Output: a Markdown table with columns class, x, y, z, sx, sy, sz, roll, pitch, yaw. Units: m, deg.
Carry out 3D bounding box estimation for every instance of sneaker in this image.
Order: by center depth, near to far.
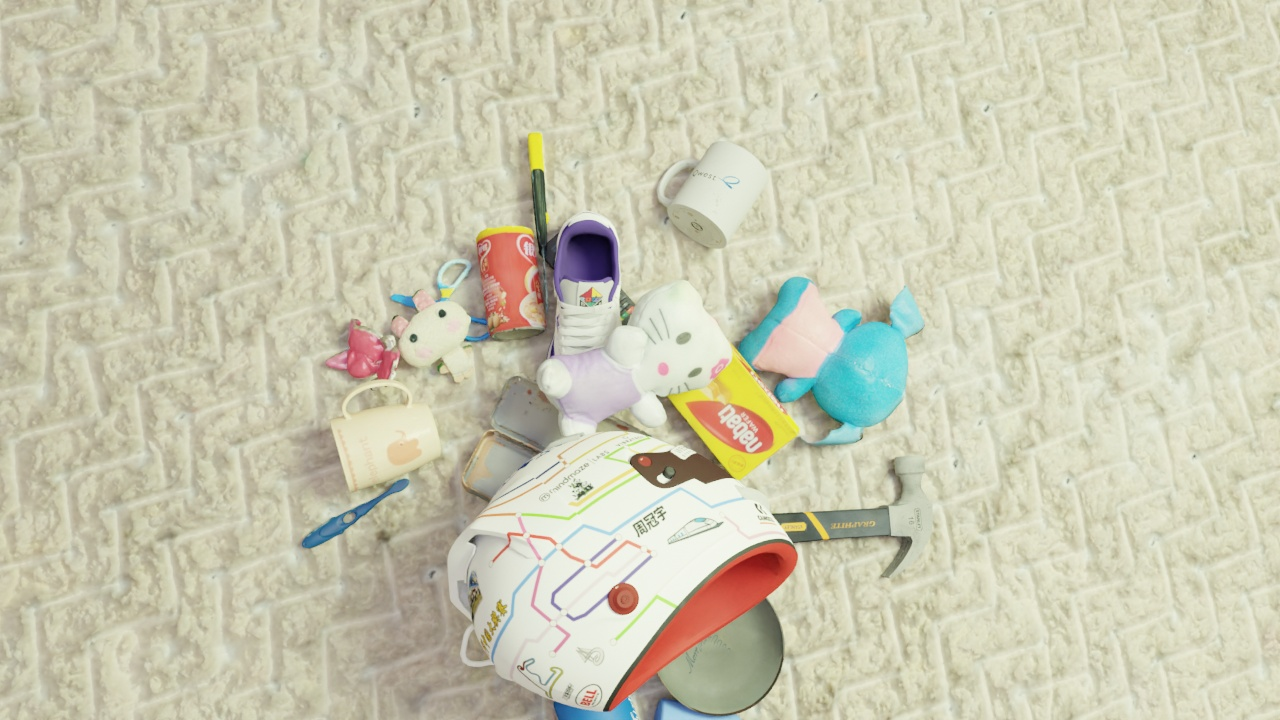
| class | x | y | z | sx | sy | sz | roll | pitch | yaw |
| --- | --- | --- | --- | --- | --- | --- | --- | --- | --- |
| sneaker | -0.059 | -0.049 | 1.022 | 0.092 | 0.111 | 0.244 | 2 | 90 | -4 |

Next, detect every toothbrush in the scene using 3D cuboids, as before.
| class | x | y | z | sx | sy | sz | roll | pitch | yaw |
| --- | --- | --- | --- | --- | --- | --- | --- | --- | --- |
| toothbrush | -0.312 | 0.168 | 1.010 | 0.132 | 0.016 | 0.021 | -32 | 84 | -10 |

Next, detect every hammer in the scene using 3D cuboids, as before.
| class | x | y | z | sx | sy | sz | roll | pitch | yaw |
| --- | --- | --- | --- | --- | --- | --- | --- | --- | --- |
| hammer | 0.185 | 0.186 | 1.062 | 0.312 | 0.035 | 0.139 | -2 | 81 | -7 |

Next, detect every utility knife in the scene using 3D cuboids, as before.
| class | x | y | z | sx | sy | sz | roll | pitch | yaw |
| --- | --- | --- | --- | --- | --- | --- | --- | --- | --- |
| utility knife | -0.117 | -0.164 | 1.075 | 0.020 | 0.029 | 0.233 | -4 | 71 | -6 |

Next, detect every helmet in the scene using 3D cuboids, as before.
| class | x | y | z | sx | sy | sz | roll | pitch | yaw |
| --- | --- | --- | --- | --- | --- | --- | --- | --- | --- |
| helmet | -0.026 | 0.182 | 0.887 | 0.313 | 0.232 | 0.236 | -23 | 57 | -38 |

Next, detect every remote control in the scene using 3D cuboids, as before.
| class | x | y | z | sx | sy | sz | roll | pitch | yaw |
| --- | --- | --- | --- | --- | --- | --- | --- | --- | --- |
| remote control | -0.059 | -0.091 | 1.089 | 0.045 | 0.021 | 0.140 | -42 | 91 | -2 |

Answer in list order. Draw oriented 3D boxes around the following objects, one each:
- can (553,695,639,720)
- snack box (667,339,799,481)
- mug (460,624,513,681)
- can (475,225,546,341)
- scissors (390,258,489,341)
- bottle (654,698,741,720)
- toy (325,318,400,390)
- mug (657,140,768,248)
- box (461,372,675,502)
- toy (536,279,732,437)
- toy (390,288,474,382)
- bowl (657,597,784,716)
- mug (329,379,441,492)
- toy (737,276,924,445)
| class | x | y | z | sx | sy | sz | roll | pitch | yaw |
| --- | --- | --- | --- | --- | --- | --- | --- | --- | --- |
| can | -0.035 | 0.403 | 0.966 | 0.079 | 0.079 | 0.146 | -20 | 82 | -11 |
| snack box | 0.085 | 0.033 | 1.055 | 0.092 | 0.042 | 0.200 | -40 | 85 | 14 |
| mug | -0.128 | 0.292 | 0.965 | 0.123 | 0.090 | 0.076 | 4 | 86 | -25 |
| can | -0.148 | -0.088 | 1.053 | 0.066 | 0.067 | 0.124 | -8 | 80 | -9 |
| scissors | -0.227 | -0.065 | 1.065 | 0.125 | 0.014 | 0.130 | 13 | 78 | -4 |
| bottle | 0.082 | 0.403 | 0.997 | 0.131 | 0.048 | 0.048 | 12 | 78 | -5 |
| toy | -0.298 | -0.003 | 1.027 | 0.102 | 0.050 | 0.065 | 23 | 88 | 33 |
| mug | 0.078 | -0.205 | 1.105 | 0.120 | 0.083 | 0.096 | 27 | 75 | 27 |
| box | -0.076 | 0.121 | 1.025 | 0.216 | 0.071 | 0.157 | 25 | 98 | -2 |
| toy | -0.006 | 0.006 | 0.978 | 0.209 | 0.085 | 0.138 | -29 | 121 | -12 |
| toy | -0.231 | -0.027 | 1.034 | 0.087 | 0.050 | 0.112 | -40 | 85 | -8 |
| bowl | 0.080 | 0.309 | 1.011 | 0.150 | 0.057 | 0.150 | 1 | 78 | -7 |
| mug | -0.276 | 0.075 | 0.990 | 0.104 | 0.085 | 0.111 | -15 | 111 | -20 |
| toy | 0.228 | -0.015 | 1.071 | 0.191 | 0.099 | 0.224 | 34 | 88 | 5 |
